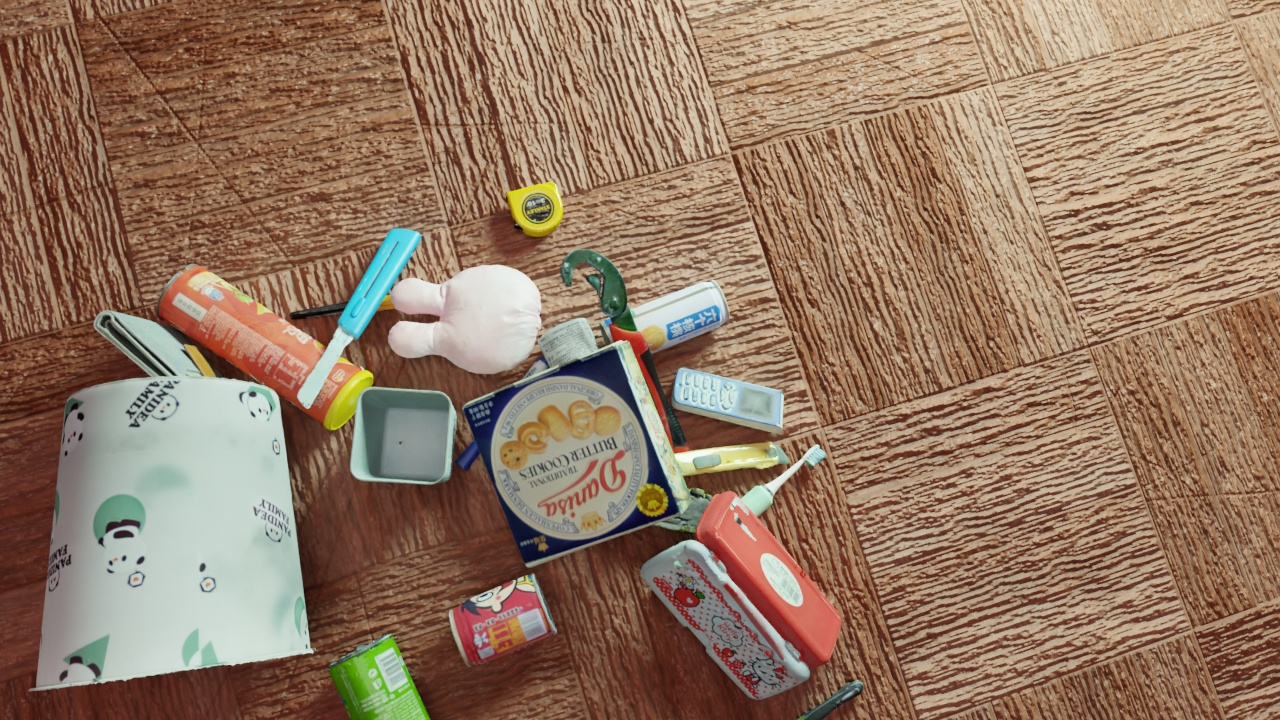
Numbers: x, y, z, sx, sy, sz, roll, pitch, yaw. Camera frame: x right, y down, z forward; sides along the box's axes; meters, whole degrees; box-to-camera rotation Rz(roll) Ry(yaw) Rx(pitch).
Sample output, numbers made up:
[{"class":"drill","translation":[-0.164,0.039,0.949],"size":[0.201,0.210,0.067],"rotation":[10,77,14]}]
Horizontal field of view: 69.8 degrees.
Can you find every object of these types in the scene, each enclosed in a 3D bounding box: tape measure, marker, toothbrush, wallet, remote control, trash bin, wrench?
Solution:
[{"class":"tape measure","translation":[-0.114,-0.166,1.015],"size":[0.060,0.029,0.057],"rotation":[-17,82,-8]},{"class":"marker","translation":[-0.147,0.056,0.984],"size":[0.017,0.017,0.145],"rotation":[38,80,1]},{"class":"toothbrush","translation":[0.111,0.165,0.986],"size":[0.224,0.026,0.027],"rotation":[-40,65,-10]},{"class":"wallet","translation":[-0.461,-0.004,0.908],"size":[0.106,0.130,0.037],"rotation":[41,84,1]},{"class":"marker","translation":[-0.313,-0.056,0.986],"size":[0.124,0.018,0.015],"rotation":[-9,77,-5]},{"class":"remote control","translation":[0.096,0.044,0.998],"size":[0.125,0.024,0.048],"rotation":[13,54,-4]},{"class":"trash bin","translation":[-0.428,0.158,0.848],"size":[0.229,0.230,0.251],"rotation":[-7,76,-6]},{"class":"wrench","translation":[-0.006,0.006,0.960],"size":[0.056,0.016,0.273],"rotation":[-29,106,-9]}]

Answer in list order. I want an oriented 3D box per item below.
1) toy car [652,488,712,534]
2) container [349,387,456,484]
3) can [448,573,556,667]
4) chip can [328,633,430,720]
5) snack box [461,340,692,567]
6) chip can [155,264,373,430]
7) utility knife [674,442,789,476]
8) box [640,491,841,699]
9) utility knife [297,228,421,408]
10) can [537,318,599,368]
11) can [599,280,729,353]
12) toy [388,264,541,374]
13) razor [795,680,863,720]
[{"class":"toy car","translation":[0.027,0.156,0.976],"size":[0.105,0.032,0.048],"rotation":[12,74,-4]},{"class":"container","translation":[-0.232,0.080,0.925],"size":[0.090,0.111,0.090],"rotation":[4,81,-4]},{"class":"can","translation":[-0.139,0.263,0.928],"size":[0.093,0.066,0.066],"rotation":[-22,84,-8]},{"class":"chip can","translation":[-0.227,0.389,0.898],"size":[0.072,0.072,0.236],"rotation":[-26,84,-9]},{"class":"snack box","translation":[-0.064,0.095,0.927],"size":[0.178,0.045,0.182],"rotation":[-22,91,17]},{"class":"chip can","translation":[-0.386,-0.013,0.946],"size":[0.216,0.073,0.073],"rotation":[32,80,0]},{"class":"utility knife","translation":[0.065,0.111,0.982],"size":[0.201,0.021,0.031],"rotation":[-8,65,-12]},{"class":"box","translation":[0.104,0.247,0.952],"size":[0.201,0.100,0.109],"rotation":[50,39,-10]},{"class":"utility knife","translation":[-0.291,-0.048,0.947],"size":[0.034,0.018,0.233],"rotation":[22,59,-2]},{"class":"can","translation":[-0.054,0.030,0.976],"size":[0.058,0.058,0.146],"rotation":[-26,84,-9]},{"class":"can","translation":[0.026,-0.041,0.996],"size":[0.134,0.053,0.053],"rotation":[-22,84,-8]},{"class":"toy","translation":[-0.186,-0.046,0.977],"size":[0.159,0.054,0.121],"rotation":[3,74,-7]},{"class":"razor","translation":[0.175,0.379,0.961],"size":[0.142,0.022,0.043],"rotation":[-34,112,-12]}]
